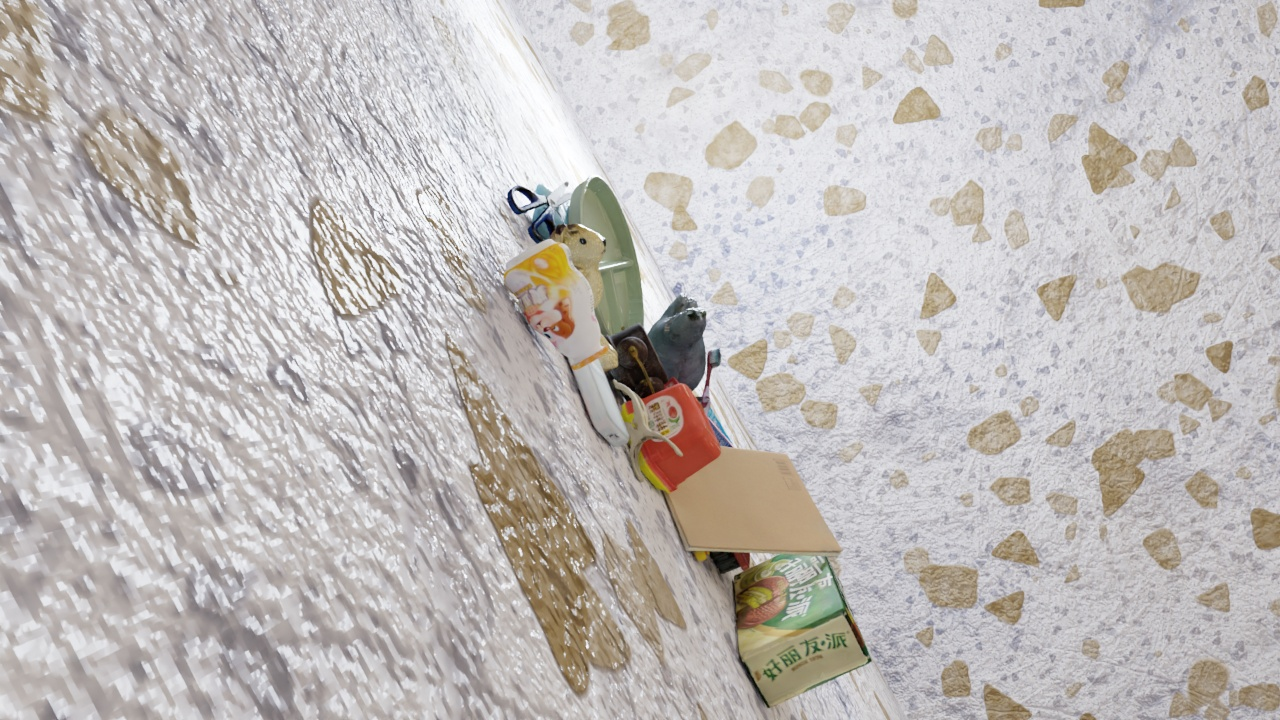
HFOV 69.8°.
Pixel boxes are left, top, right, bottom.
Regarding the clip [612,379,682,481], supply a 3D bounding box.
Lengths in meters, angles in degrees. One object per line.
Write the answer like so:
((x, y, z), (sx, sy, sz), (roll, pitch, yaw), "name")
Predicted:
((-0.003, 0.064, 0.897), (0.100, 0.070, 0.034), (60, 6, 23), "clip")

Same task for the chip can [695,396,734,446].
((0.109, 0.151, 1.251), (0.210, 0.071, 0.071), (58, 8, -20), "chip can")

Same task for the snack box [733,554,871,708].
((0.166, 0.274, 0.991), (0.063, 0.114, 0.240), (62, 7, -3), "snack box")

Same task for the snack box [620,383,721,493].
((0.033, 0.077, 0.949), (0.082, 0.080, 0.091), (54, 10, -48), "snack box")

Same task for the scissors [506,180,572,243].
((-0.100, -0.173, 1.062), (0.173, 0.012, 0.126), (3, 60, -61), "scissors")

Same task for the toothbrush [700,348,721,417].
((0.082, 0.055, 1.104), (0.016, 0.017, 0.187), (49, 36, -35), "toothbrush")

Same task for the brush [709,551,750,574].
((0.117, 0.204, 1.096), (0.063, 0.069, 0.145), (63, 7, 3), "brush")

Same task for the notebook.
((0.113, 0.150, 1.016), (0.211, 0.012, 0.149), (9, 39, -32), "notebook")

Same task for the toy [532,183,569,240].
((-0.089, -0.160, 1.146), (0.156, 0.050, 0.161), (56, 17, -41), "toy")

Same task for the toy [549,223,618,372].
((-0.055, -0.065, 0.944), (0.105, 0.066, 0.157), (-41, 119, -77), "toy")

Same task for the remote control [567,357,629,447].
((-0.046, 0.018, 0.857), (0.056, 0.020, 0.136), (49, 14, -55), "remote control")

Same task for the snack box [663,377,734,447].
((0.089, 0.116, 1.161), (0.207, 0.057, 0.058), (48, 2, -23), "snack box")

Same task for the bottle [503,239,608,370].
((-0.068, -0.046, 0.777), (0.108, 0.063, 0.063), (60, 7, -7), "bottle")

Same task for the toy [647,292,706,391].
((0.051, -0.013, 1.232), (0.091, 0.138, 0.356), (26, -2, 3), "toy")

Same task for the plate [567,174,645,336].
((-0.041, -0.114, 1.135), (0.230, 0.027, 0.230), (-10, 89, -76), "plate")

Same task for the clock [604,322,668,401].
((-0.006, 0.006, 1.009), (0.122, 0.055, 0.082), (-122, -173, -72), "clock")

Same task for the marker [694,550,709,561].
((0.063, 0.188, 1.001), (0.123, 0.015, 0.018), (-89, 154, -80), "marker")
